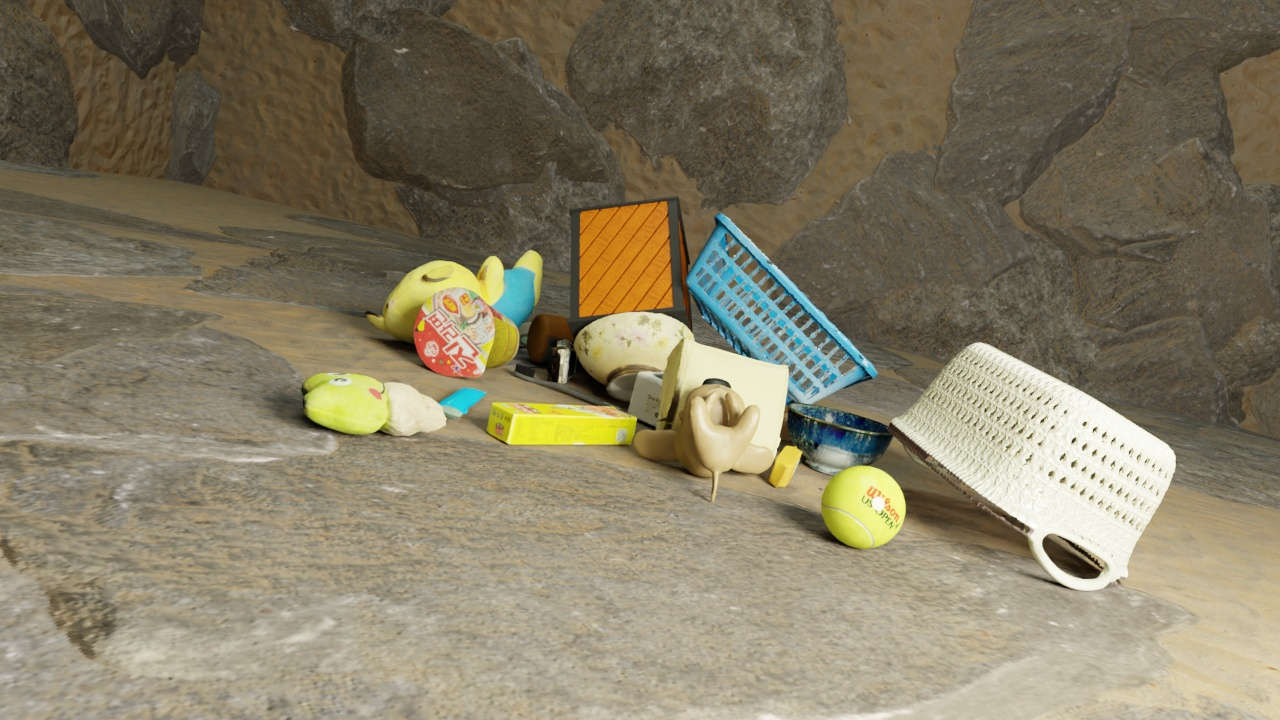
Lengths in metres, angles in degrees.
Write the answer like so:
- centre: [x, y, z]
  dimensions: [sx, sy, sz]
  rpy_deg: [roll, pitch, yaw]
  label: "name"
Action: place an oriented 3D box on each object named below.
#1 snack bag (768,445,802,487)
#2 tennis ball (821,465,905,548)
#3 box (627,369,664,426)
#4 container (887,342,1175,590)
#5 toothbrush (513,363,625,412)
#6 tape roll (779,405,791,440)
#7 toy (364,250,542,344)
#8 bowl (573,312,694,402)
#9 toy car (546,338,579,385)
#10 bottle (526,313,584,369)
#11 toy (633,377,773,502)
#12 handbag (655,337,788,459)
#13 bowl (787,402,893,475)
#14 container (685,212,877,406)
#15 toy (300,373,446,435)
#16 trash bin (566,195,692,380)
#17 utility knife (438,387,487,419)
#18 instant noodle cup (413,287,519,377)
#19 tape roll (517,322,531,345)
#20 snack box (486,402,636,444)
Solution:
- centre: [0.143, 0.104, 0.906]
  dimensions: [0.020, 0.026, 0.099]
  rpy_deg: [20, 12, 14]
  label: "snack bag"
- centre: [0.178, 0.117, 0.733]
  dimensions: [0.065, 0.065, 0.065]
  rpy_deg: [12, 9, -2]
  label: "tennis ball"
- centre: [0.060, 0.033, 1.020]
  dimensions: [0.102, 0.095, 0.107]
  rpy_deg: [3, 15, -44]
  label: "box"
- centre: [0.357, 0.087, 0.850]
  dimensions: [0.184, 0.143, 0.251]
  rpy_deg: [27, 10, -17]
  label: "container"
- centre: [-0.085, 0.035, 1.074]
  dimensions: [0.167, 0.013, 0.012]
  rpy_deg: [21, 12, 31]
  label: "toothbrush"
- centre: [0.158, 0.071, 1.129]
  dimensions: [0.094, 0.027, 0.094]
  rpy_deg: [12, 9, -2]
  label: "tape roll"
- centre: [-0.227, -0.072, 1.177]
  dimensions: [0.213, 0.149, 0.084]
  rpy_deg: [-4, 52, -49]
  label: "toy"
- centre: [-0.006, 0.007, 1.094]
  dimensions: [0.145, 0.063, 0.145]
  rpy_deg: [-1, -30, -1]
  label: "bowl"
- centre: [-0.095, 0.002, 1.143]
  dimensions: [0.040, 0.048, 0.112]
  rpy_deg: [6, 11, -6]
  label: "toy car"
- centre: [-0.073, -0.021, 1.262]
  dimensions: [0.156, 0.068, 0.068]
  rpy_deg: [8, 10, -29]
  label: "bottle"
- centre: [0.064, 0.068, 0.818]
  dimensions: [0.134, 0.105, 0.108]
  rpy_deg: [8, -2, -2]
  label: "toy"
- centre: [0.077, 0.046, 0.914]
  dimensions: [0.119, 0.111, 0.081]
  rpy_deg: [14, -19, -10]
  label: "handbag"
- centre: [0.208, 0.089, 0.979]
  dimensions: [0.114, 0.061, 0.114]
  rpy_deg: [12, 6, -2]
  label: "bowl"
- centre: [0.165, -0.038, 1.189]
  dimensions: [0.257, 0.089, 0.362]
  rpy_deg: [47, 2, 8]
  label: "container"
- centre: [-0.217, 0.037, 0.755]
  dimensions: [0.117, 0.043, 0.092]
  rpy_deg: [11, 7, -23]
  label: "toy"
- centre: [-0.009, -0.089, 1.165]
  dimensions: [0.140, 0.171, 0.140]
  rpy_deg: [-6, -31, 7]
  label: "trash bin"
- centre: [-0.173, 0.040, 0.900]
  dimensions: [0.031, 0.015, 0.174]
  rpy_deg: [15, 7, 0]
  label: "utility knife"
- centre: [-0.196, -0.030, 1.081]
  dimensions: [0.100, 0.100, 0.112]
  rpy_deg: [15, 2, 15]
  label: "instant noodle cup"
- centre: [-0.133, -0.036, 1.318]
  dimensions: [0.094, 0.018, 0.094]
  rpy_deg: [-1, -13, 0]
  label: "tape roll"
- centre: [-0.072, 0.060, 0.865]
  dimensions: [0.147, 0.029, 0.040]
  rpy_deg: [5, 11, -42]
  label: "snack box"
